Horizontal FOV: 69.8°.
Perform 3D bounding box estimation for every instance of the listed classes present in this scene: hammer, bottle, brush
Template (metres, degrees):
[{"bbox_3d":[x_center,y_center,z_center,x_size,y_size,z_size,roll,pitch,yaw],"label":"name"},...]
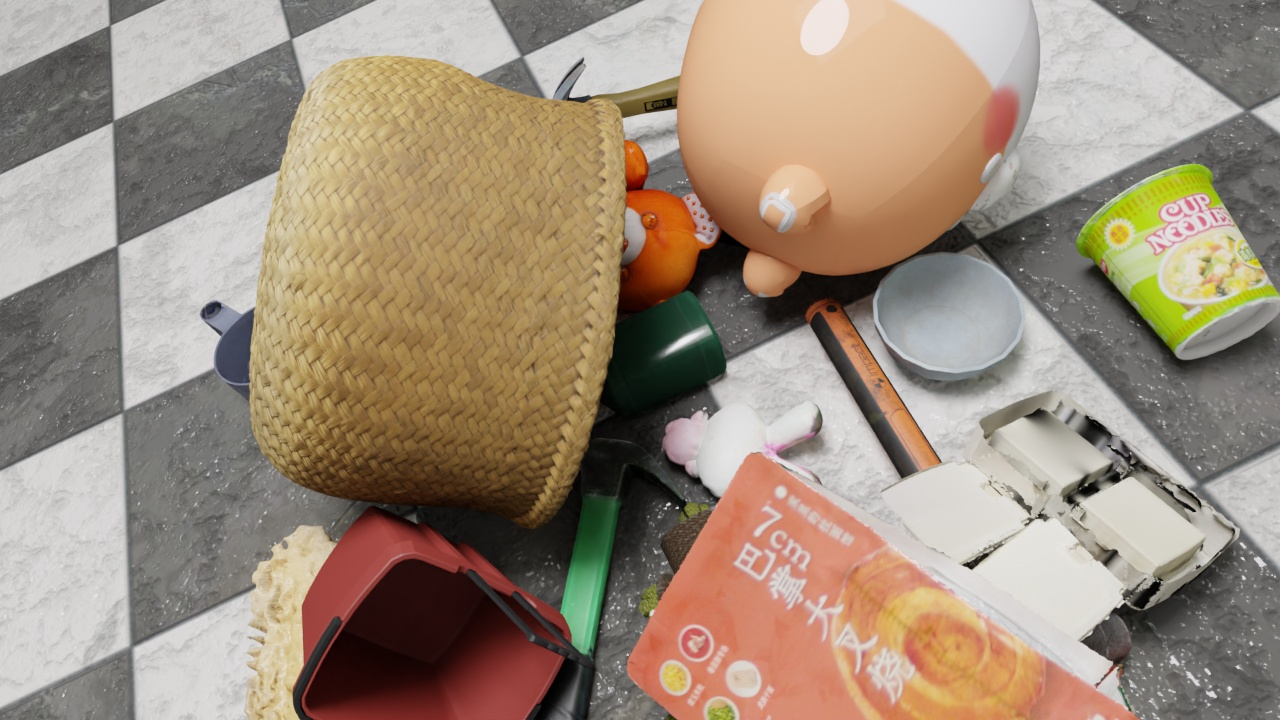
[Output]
[{"bbox_3d":[0.078,-0.260,0.860,0.333,0.118,0.025,-13,56,2],"label":"hammer"},{"bbox_3d":[-0.004,0.004,0.721,0.131,0.061,0.061,-26,55,-2],"label":"bottle"},{"bbox_3d":[0.176,0.072,0.621,0.137,0.035,0.314,-6,46,-17],"label":"hammer"},{"bbox_3d":[-0.223,0.245,0.624,0.083,0.057,0.270,-15,54,5],"label":"brush"},{"bbox_3d":[-0.045,0.198,0.621,0.130,0.032,0.318,1,57,17],"label":"hammer"}]

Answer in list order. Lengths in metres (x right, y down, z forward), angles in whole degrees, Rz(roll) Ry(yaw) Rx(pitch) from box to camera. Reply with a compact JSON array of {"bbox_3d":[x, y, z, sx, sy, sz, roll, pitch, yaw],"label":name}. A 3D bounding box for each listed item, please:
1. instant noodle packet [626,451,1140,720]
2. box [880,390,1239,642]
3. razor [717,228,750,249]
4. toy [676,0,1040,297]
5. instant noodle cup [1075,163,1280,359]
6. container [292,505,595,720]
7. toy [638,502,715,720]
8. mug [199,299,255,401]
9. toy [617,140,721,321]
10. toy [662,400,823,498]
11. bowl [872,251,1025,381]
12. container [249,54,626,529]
[{"bbox_3d":[0.111,0.172,0.484,0.221,0.083,0.164,32,106,17],"label":"instant noodle packet"},{"bbox_3d":[0.248,0.097,0.558,0.183,0.050,0.143,-15,46,-30],"label":"box"},{"bbox_3d":[0.069,-0.108,0.802,0.144,0.022,0.042,13,62,24],"label":"razor"},{"bbox_3d":[0.154,-0.188,0.686,0.266,0.263,0.280,27,75,9],"label":"toy"},{"bbox_3d":[0.378,-0.064,0.638,0.099,0.099,0.108,-21,61,2],"label":"instant noodle cup"},{"bbox_3d":[-0.117,0.176,0.547,0.127,0.148,0.201,-56,30,-4],"label":"container"},{"bbox_3d":[0.072,0.155,0.583,0.179,0.078,0.152,-19,54,0],"label":"toy"},{"bbox_3d":[-0.308,0.005,0.785,0.124,0.104,0.083,24,66,29],"label":"mug"},{"bbox_3d":[-0.026,-0.107,0.783,0.172,0.092,0.164,33,101,28],"label":"toy"},{"bbox_3d":[0.075,0.065,0.672,0.123,0.038,0.079,6,71,20],"label":"toy"},{"bbox_3d":[0.226,-0.027,0.683,0.106,0.039,0.106,-4,58,6],"label":"bowl"},{"bbox_3d":[-0.147,-0.046,0.627,0.196,0.308,0.306,7,52,-17],"label":"container"}]
